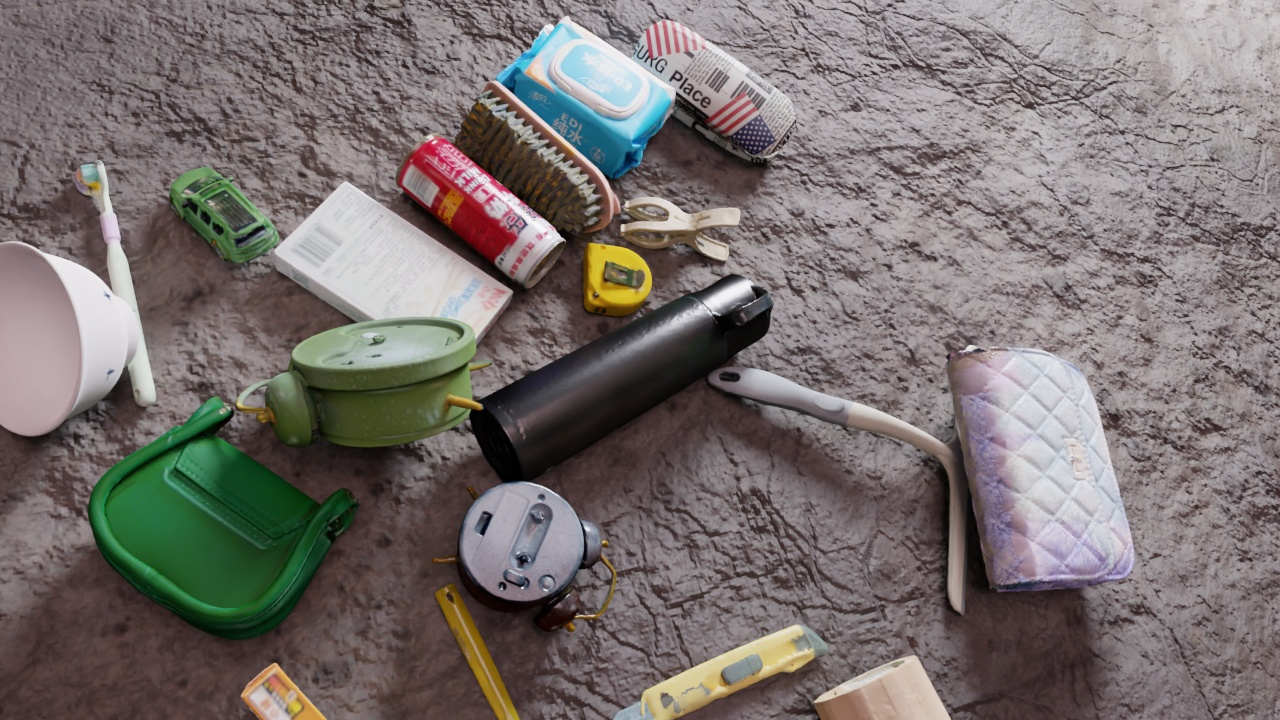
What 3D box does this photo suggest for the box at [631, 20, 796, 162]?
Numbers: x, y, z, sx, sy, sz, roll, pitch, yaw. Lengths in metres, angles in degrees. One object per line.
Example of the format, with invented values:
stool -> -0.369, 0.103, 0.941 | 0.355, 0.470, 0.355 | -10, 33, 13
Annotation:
box -> 0.066, -0.244, 0.828 | 0.163, 0.077, 0.074 | 36, 66, -2

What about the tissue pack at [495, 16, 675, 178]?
tissue pack -> -0.044, -0.228, 0.792 | 0.140, 0.063, 0.089 | 33, 60, -1

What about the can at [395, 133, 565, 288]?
can -> -0.124, -0.116, 0.719 | 0.133, 0.053, 0.053 | 39, 60, 3

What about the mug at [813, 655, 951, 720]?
mug -> 0.158, 0.273, 0.621 | 0.124, 0.084, 0.103 | -26, 72, 1

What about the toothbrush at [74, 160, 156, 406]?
toothbrush -> -0.362, -0.054, 0.635 | 0.020, 0.029, 0.189 | 8, 56, -61

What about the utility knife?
utility knife -> 0.055, 0.225, 0.643 | 0.177, 0.019, 0.031 | -18, 66, -19

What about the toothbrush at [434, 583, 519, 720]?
toothbrush -> -0.084, 0.230, 0.591 | 0.015, 0.017, 0.190 | -24, 75, -27

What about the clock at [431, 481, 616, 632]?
clock -> -0.072, 0.133, 0.618 | 0.122, 0.055, 0.081 | 26, 60, -6

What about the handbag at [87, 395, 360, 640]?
handbag -> -0.258, 0.098, 0.567 | 0.131, 0.068, 0.120 | 33, 59, -1

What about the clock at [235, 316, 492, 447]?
clock -> -0.182, 0.014, 0.603 | 0.161, 0.116, 0.056 | -5, 107, -3

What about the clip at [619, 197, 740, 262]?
clip -> 0.032, -0.113, 0.774 | 0.097, 0.060, 0.034 | 11, 62, 0

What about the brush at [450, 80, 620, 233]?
brush -> -0.080, -0.161, 0.754 | 0.145, 0.063, 0.072 | 39, 30, 1

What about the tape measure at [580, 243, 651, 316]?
tape measure -> -0.019, -0.066, 0.744 | 0.057, 0.029, 0.060 | 6, 64, -16

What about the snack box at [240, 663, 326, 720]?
snack box -> -0.166, 0.241, 0.525 | 0.154, 0.075, 0.026 | 45, 61, 6

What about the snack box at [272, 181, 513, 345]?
snack box -> -0.184, -0.061, 0.690 | 0.157, 0.027, 0.084 | 34, 60, 0

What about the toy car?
toy car -> -0.303, -0.108, 0.664 | 0.091, 0.036, 0.043 | 37, 60, 19

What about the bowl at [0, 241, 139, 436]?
bowl -> -0.363, -0.015, 0.581 | 0.118, 0.118, 0.064 | 54, 23, 11

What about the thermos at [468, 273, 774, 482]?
thermos -> -0.004, 0.004, 0.681 | 0.242, 0.090, 0.068 | -30, 90, -27

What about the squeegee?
squeegee -> 0.173, 0.048, 0.747 | 0.246, 0.039, 0.245 | 20, 61, -8

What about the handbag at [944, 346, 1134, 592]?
handbag -> 0.322, 0.086, 0.745 | 0.134, 0.076, 0.193 | 4, 67, -27
